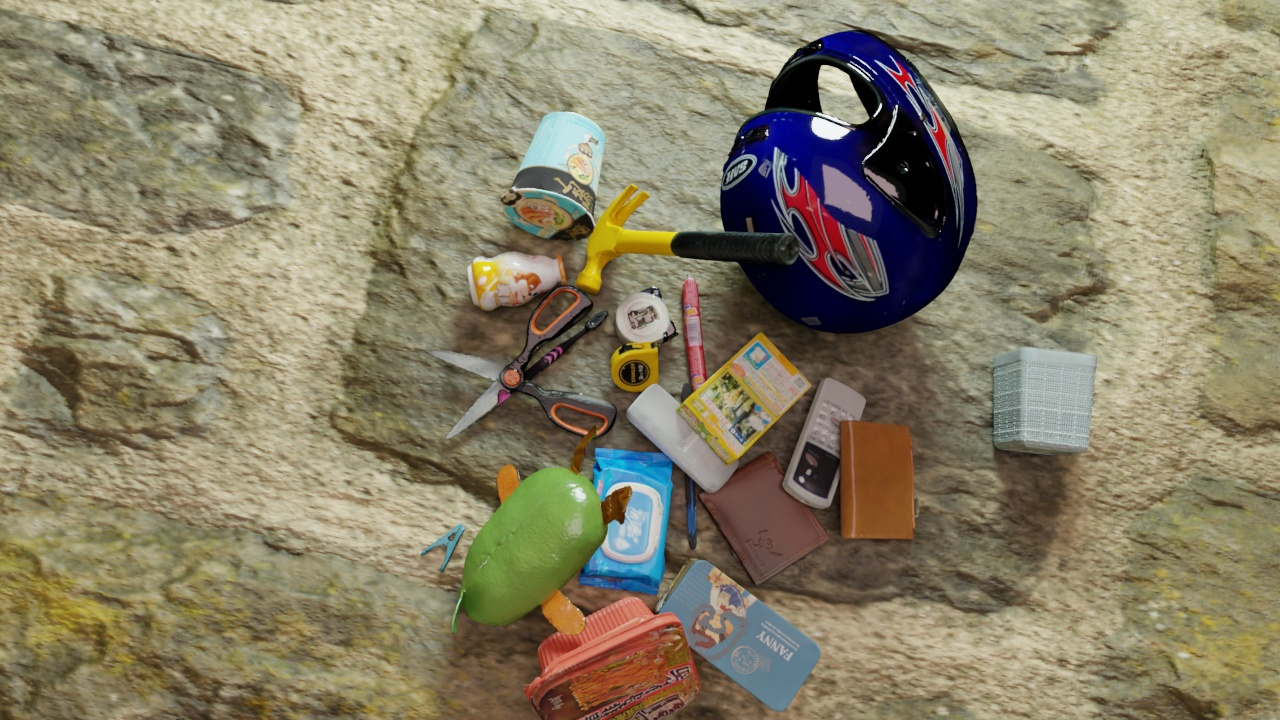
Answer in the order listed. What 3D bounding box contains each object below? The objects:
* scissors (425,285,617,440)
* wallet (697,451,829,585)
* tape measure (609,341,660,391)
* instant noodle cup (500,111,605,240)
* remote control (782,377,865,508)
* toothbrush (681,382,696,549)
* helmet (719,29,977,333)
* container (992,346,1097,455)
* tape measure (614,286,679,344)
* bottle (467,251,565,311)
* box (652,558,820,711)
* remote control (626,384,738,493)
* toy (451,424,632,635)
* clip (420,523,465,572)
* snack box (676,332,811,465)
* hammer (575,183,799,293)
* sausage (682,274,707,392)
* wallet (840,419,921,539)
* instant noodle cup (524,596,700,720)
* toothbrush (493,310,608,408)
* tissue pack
[{"bbox_3d":[-0.124,0.016,1.038,0.221,0.022,0.234,36,88,-5],"label":"scissors"},{"bbox_3d":[0.137,0.177,1.033,0.101,0.032,0.124,-32,83,-7],"label":"wallet"},{"bbox_3d":[-0.006,0.006,1.045,0.057,0.028,0.060,-5,123,-4],"label":"tape measure"},{"bbox_3d":[-0.092,-0.216,1.055,0.111,0.111,0.120,14,71,-2],"label":"instant noodle cup"},{"bbox_3d":[0.210,0.093,1.041,0.058,0.021,0.149,28,65,-8],"label":"remote control"},{"bbox_3d":[0.056,0.120,1.048,0.014,0.016,0.189,0,82,-14],"label":"toothbrush"},{"bbox_3d":[0.203,-0.179,0.990,0.239,0.248,0.315,-30,92,-28],"label":"helmet"},{"bbox_3d":[0.461,0.049,1.055,0.090,0.090,0.111,7,81,-3],"label":"container"},{"bbox_3d":[0.003,-0.045,1.063,0.066,0.034,0.065,-24,80,-9],"label":"tape measure"},{"bbox_3d":[-0.141,-0.094,1.045,0.108,0.063,0.063,-11,80,-6],"label":"bottle"},{"bbox_3d":[0.107,0.298,0.992,0.184,0.062,0.089,34,79,4],"label":"box"},{"bbox_3d":[0.047,0.087,1.026,0.136,0.020,0.055,42,59,2],"label":"remote control"},{"bbox_3d":[-0.104,0.186,0.957,0.247,0.090,0.227,-45,44,12],"label":"toy"},{"bbox_3d":[-0.213,0.202,1.008,0.034,0.013,0.054,37,78,2],"label":"clip"},{"bbox_3d":[0.118,0.042,1.038,0.087,0.034,0.140,47,61,5],"label":"snack box"},{"bbox_3d":[0.043,-0.124,0.975,0.032,0.301,0.128,24,82,-41],"label":"hammer"},{"bbox_3d":[0.063,-0.026,1.071,0.020,0.020,0.155,-4,79,-6],"label":"sausage"},{"bbox_3d":[0.269,0.135,1.036,0.107,0.031,0.131,6,80,-29],"label":"wallet"},{"bbox_3d":[-0.031,0.317,0.937,0.164,0.189,0.079,-24,46,-10],"label":"instant noodle cup"},{"bbox_3d":[-0.110,0.002,1.054,0.189,0.018,0.014,-39,91,-9],"label":"toothbrush"},{"bbox_3d":[-0.014,0.174,1.010,0.095,0.052,0.157,8,79,-3],"label":"tissue pack"}]
